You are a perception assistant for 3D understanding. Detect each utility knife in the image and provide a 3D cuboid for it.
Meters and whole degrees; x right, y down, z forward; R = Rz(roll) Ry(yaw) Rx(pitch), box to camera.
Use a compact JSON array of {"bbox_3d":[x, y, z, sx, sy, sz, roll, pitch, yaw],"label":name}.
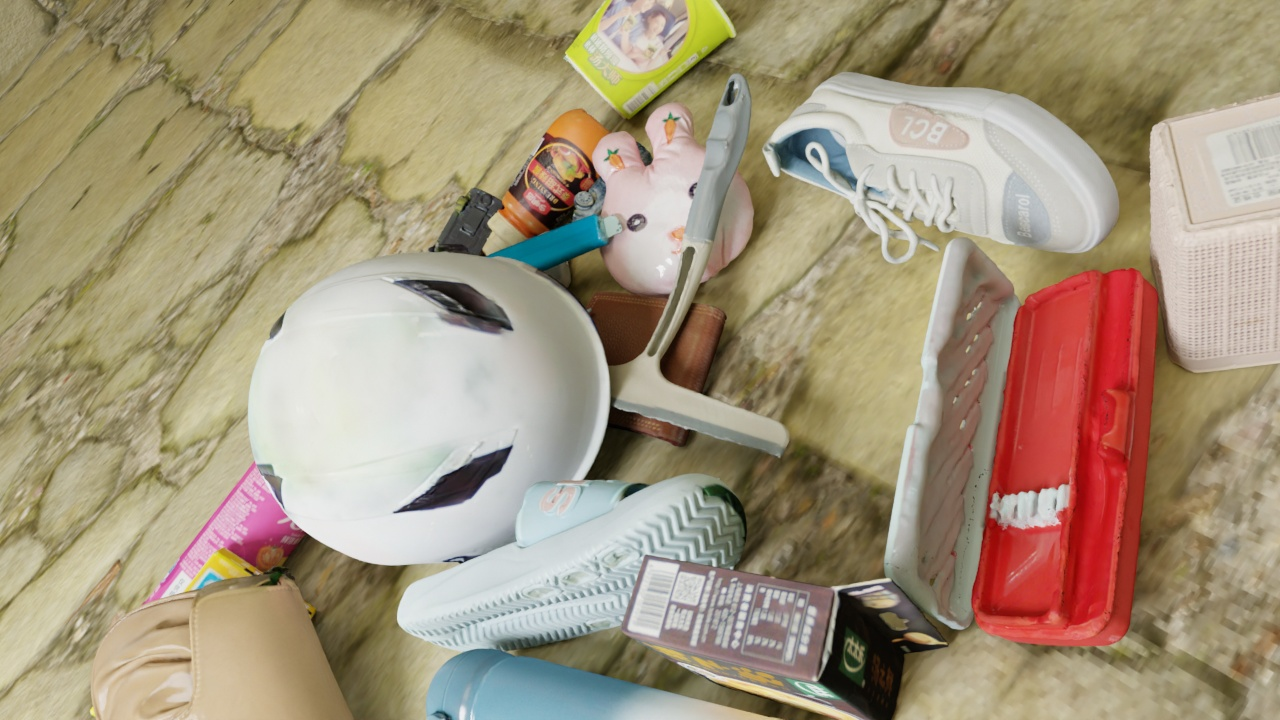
[{"bbox_3d":[-0.075,-0.084,0.717,0.160,0.018,0.034,-15,65,38],"label":"utility knife"}]

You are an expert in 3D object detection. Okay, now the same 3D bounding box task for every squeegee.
[{"bbox_3d":[0.033,-0.077,0.626,0.247,0.039,0.246,14,81,37],"label":"squeegee"}]

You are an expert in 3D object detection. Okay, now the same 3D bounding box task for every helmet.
[{"bbox_3d":[-0.163,0.028,0.611,0.259,0.145,0.229,-7,82,34],"label":"helmet"}]

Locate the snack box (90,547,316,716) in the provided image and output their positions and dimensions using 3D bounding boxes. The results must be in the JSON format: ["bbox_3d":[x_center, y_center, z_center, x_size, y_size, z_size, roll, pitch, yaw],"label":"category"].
[{"bbox_3d":[-0.319,0.220,0.677,0.140,0.087,0.034,-55,8,-12],"label":"snack box"}]

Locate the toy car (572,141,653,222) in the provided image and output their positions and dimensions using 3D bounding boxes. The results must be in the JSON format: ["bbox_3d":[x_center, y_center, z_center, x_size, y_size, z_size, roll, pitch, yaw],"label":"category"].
[{"bbox_3d":[-0.022,-0.140,0.760,0.034,0.043,0.090,38,78,9],"label":"toy car"}]

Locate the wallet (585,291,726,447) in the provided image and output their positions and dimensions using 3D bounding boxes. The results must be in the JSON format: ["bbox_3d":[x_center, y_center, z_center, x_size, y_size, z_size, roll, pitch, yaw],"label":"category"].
[{"bbox_3d":[-0.004,0.004,0.658,0.125,0.032,0.101,10,69,38],"label":"wallet"}]

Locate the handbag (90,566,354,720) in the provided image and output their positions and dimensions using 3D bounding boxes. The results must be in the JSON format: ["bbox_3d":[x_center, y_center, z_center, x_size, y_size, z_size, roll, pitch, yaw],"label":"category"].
[{"bbox_3d":[-0.264,0.240,0.589,0.148,0.100,0.204,-33,72,1],"label":"handbag"}]

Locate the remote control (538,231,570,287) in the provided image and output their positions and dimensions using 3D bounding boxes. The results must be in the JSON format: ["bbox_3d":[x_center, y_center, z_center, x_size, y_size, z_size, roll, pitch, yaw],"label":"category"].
[{"bbox_3d":[-0.122,-0.061,0.779,0.136,0.020,0.055,-23,63,18],"label":"remote control"}]

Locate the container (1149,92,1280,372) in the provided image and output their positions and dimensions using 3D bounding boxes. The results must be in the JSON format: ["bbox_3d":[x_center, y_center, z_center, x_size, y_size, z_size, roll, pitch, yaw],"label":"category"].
[{"bbox_3d":[0.300,-0.063,0.448,0.090,0.111,0.089,-9,56,28],"label":"container"}]

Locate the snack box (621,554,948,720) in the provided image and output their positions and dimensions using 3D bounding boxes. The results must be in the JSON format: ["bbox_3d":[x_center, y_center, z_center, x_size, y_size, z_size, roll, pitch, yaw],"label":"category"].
[{"bbox_3d":[0.074,0.139,0.456,0.126,0.113,0.053,3,63,35],"label":"snack box"}]

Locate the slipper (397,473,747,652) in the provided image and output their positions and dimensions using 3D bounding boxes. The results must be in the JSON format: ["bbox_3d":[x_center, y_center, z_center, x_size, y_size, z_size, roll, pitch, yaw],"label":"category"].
[{"bbox_3d":[-0.045,0.119,0.560,0.246,0.104,0.074,-24,48,26],"label":"slipper"}]

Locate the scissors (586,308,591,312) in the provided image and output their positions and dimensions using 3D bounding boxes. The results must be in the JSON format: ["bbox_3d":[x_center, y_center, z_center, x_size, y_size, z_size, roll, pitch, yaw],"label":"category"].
[{"bbox_3d":[-0.085,-0.024,0.720,0.138,0.017,0.083,-21,31,33],"label":"scissors"}]

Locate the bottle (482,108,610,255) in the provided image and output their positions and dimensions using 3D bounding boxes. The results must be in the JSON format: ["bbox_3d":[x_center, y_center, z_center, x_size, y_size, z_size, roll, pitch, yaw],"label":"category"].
[{"bbox_3d":[-0.083,-0.144,0.791,0.149,0.066,0.067,-48,46,6],"label":"bottle"}]

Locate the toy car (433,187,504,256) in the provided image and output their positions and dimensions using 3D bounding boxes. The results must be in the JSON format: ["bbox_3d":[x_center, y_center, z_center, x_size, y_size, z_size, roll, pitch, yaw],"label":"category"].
[{"bbox_3d":[-0.156,-0.109,0.824,0.042,0.035,0.090,27,78,2],"label":"toy car"}]

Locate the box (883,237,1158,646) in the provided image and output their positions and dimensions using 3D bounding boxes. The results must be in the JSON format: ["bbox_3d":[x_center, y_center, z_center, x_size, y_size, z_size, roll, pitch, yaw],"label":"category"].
[{"bbox_3d":[0.185,0.032,0.461,0.095,0.101,0.201,-23,43,57],"label":"box"}]

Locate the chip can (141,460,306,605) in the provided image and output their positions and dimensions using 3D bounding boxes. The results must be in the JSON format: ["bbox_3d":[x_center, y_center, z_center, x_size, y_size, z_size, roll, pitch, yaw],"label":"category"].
[{"bbox_3d":[-0.303,0.128,0.739,0.071,0.071,0.210,27,78,42],"label":"chip can"}]

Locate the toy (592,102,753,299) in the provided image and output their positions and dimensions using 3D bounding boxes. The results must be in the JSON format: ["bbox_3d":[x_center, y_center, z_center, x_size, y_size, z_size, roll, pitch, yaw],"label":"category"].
[{"bbox_3d":[0.017,-0.124,0.697,0.121,0.054,0.159,-28,64,12],"label":"toy"}]

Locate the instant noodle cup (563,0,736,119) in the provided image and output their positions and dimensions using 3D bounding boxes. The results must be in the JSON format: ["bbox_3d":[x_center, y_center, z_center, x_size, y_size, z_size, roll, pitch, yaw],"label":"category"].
[{"bbox_3d":[0.002,-0.282,0.801,0.123,0.111,0.111,-43,46,11],"label":"instant noodle cup"}]

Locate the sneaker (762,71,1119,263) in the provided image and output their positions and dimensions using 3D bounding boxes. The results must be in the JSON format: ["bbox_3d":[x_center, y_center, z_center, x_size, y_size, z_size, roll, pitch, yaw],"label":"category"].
[{"bbox_3d":[0.172,-0.119,0.580,0.090,0.089,0.242,-36,41,-14],"label":"sneaker"}]

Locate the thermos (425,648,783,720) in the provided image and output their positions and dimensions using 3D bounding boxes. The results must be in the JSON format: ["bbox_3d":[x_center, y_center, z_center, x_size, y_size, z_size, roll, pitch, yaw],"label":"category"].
[{"bbox_3d":[-0.025,0.208,0.507,0.221,0.070,0.070,0,60,33],"label":"thermos"}]
